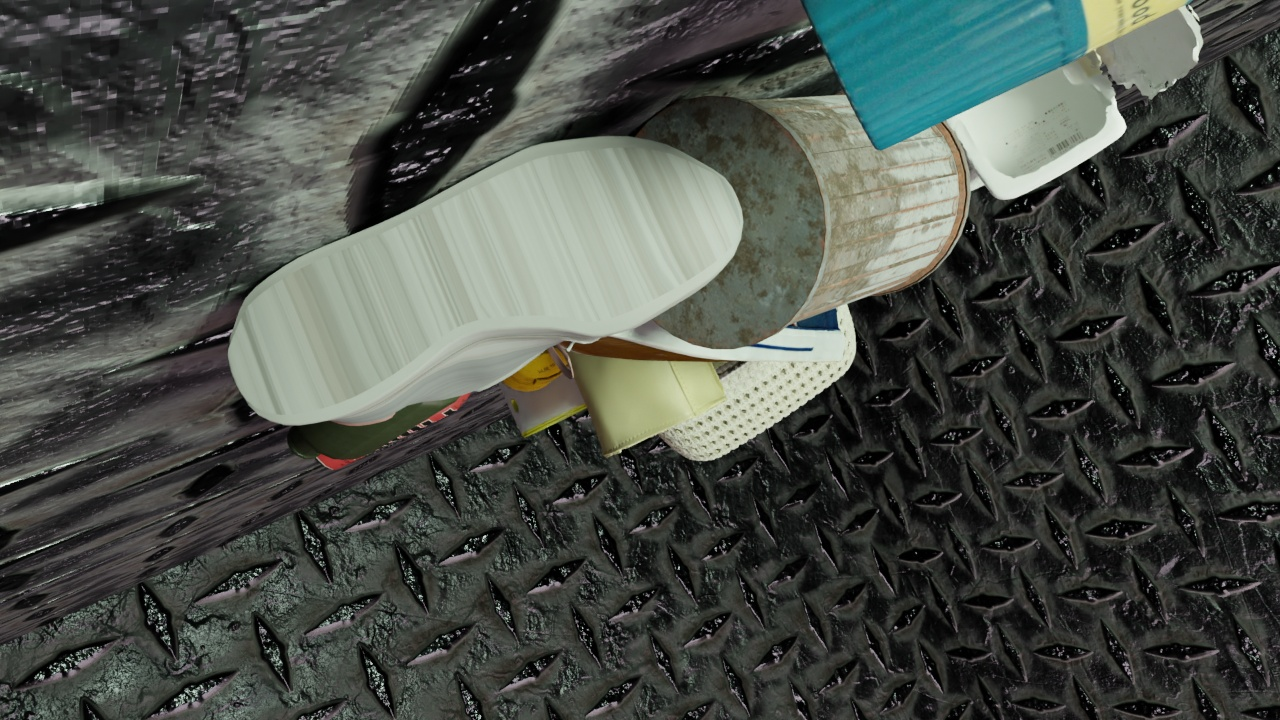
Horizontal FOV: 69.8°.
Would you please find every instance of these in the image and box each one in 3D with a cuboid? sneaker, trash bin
[{"bbox_3d":[-0.068,-0.032,0.440,0.236,0.099,0.089,-19,177,0],"label":"sneaker"},{"bbox_3d":[0.042,-0.059,0.613,0.121,0.127,0.293,3,-176,40],"label":"sneaker"},{"bbox_3d":[0.095,-0.088,0.522,0.131,0.131,0.210,-27,176,39],"label":"trash bin"}]

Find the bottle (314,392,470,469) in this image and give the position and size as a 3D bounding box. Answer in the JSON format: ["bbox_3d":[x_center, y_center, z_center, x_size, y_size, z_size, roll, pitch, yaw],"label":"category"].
[{"bbox_3d":[-0.206,0.032,0.804,0.176,0.062,0.062,-26,178,3],"label":"bottle"}]

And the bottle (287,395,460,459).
[{"bbox_3d":[-0.201,0.029,0.661,0.207,0.071,0.071,-28,177,44],"label":"bottle"}]

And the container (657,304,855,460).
[{"bbox_3d":[0.084,-0.021,0.877,0.251,0.143,0.184,-34,-143,1],"label":"container"}]

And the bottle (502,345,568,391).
[{"bbox_3d":[-0.098,-0.013,0.849,0.071,0.071,0.164,-25,178,-14],"label":"bottle"}]

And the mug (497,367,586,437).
[{"bbox_3d":[-0.111,0.018,0.979,0.082,0.106,0.082,-26,178,-1],"label":"mug"}]

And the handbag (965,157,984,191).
[{"bbox_3d":[0.281,-0.194,0.763,0.139,0.072,0.194,-48,167,29],"label":"handbag"}]

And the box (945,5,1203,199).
[{"bbox_3d":[0.280,-0.186,0.596,0.101,0.111,0.190,-29,176,-40],"label":"box"}]

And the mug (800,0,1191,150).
[{"bbox_3d":[0.104,-0.136,0.295,0.107,0.083,0.113,-23,151,22],"label":"mug"}]

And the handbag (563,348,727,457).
[{"bbox_3d":[-0.004,0.004,0.748,0.111,0.119,0.081,-27,177,31],"label":"handbag"}]
